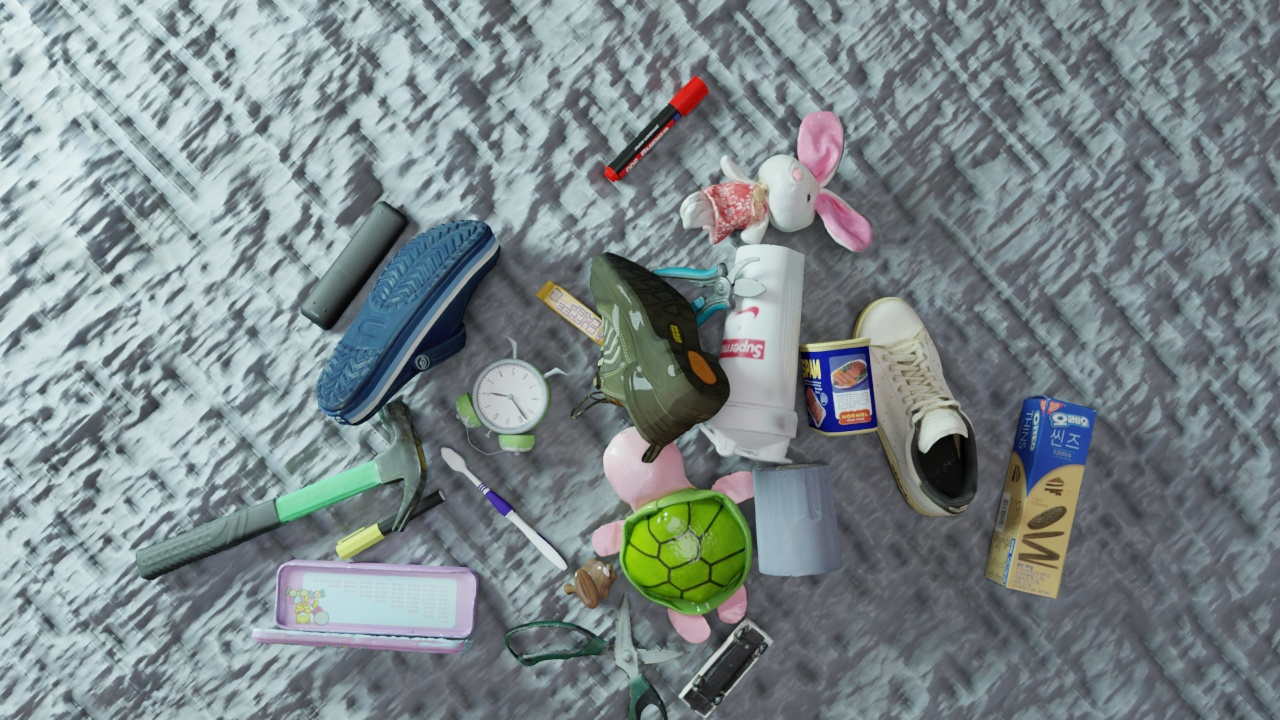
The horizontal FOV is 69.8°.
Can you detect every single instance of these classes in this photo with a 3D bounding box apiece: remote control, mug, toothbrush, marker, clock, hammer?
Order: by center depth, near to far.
[{"bbox_3d":[0.169,0.159,0.946,0.084,0.123,0.104,-8,86,35],"label":"mug"},{"bbox_3d":[-0.377,0.159,0.966,0.319,0.032,0.130,-21,78,1],"label":"hammer"},{"bbox_3d":[-0.140,0.045,0.974,0.094,0.042,0.119,34,87,1],"label":"clock"},{"bbox_3d":[-0.267,0.173,0.980,0.124,0.017,0.021,-30,89,-3],"label":"marker"},{"bbox_3d":[-0.145,0.159,0.984,0.186,0.016,0.015,44,88,-2],"label":"toothbrush"},{"bbox_3d":[-0.309,-0.103,0.987,0.041,0.020,0.152,36,87,-1],"label":"remote control"},{"bbox_3d":[0.017,-0.249,0.998,0.145,0.021,0.023,-46,120,-2],"label":"marker"}]

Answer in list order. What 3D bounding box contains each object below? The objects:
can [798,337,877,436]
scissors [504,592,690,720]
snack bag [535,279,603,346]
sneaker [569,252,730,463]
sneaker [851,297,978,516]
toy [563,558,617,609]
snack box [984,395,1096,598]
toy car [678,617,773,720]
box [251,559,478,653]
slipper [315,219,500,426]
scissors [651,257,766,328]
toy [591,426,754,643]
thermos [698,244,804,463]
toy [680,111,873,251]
[{"bbox_3d":[0.203,0.026,0.947,0.056,0.116,0.092,-7,91,-2],"label":"can"},{"bbox_3d":[-0.045,0.340,0.970,0.202,0.015,0.202,-1,97,10],"label":"scissors"},{"bbox_3d":[-0.067,-0.049,0.990,0.099,0.020,0.026,38,89,0],"label":"snack bag"},{"bbox_3d":[-0.006,0.005,0.933,0.101,0.237,0.143,14,124,-37],"label":"sneaker"},{"bbox_3d":[0.288,0.049,0.953,0.089,0.102,0.241,-18,88,-2],"label":"sneaker"},{"bbox_3d":[-0.050,0.229,0.948,0.054,0.102,0.041,-21,83,-19],"label":"toy"},{"bbox_3d":[0.425,0.143,0.975,0.056,0.057,0.206,14,88,-2],"label":"snack box"},{"bbox_3d":[0.090,0.323,0.971,0.039,0.039,0.113,40,93,0],"label":"toy car"},{"bbox_3d":[-0.279,0.259,0.939,0.214,0.092,0.089,3,88,-1],"label":"box"},{"bbox_3d":[-0.234,-0.036,0.954,0.252,0.105,0.095,-55,132,-16],"label":"slipper"},{"bbox_3d":[0.062,-0.074,0.959,0.124,0.019,0.156,50,127,24],"label":"scissors"},{"bbox_3d":[0.039,0.176,0.952,0.190,0.087,0.238,-21,94,9],"label":"toy"},{"bbox_3d":[0.122,-0.006,0.962,0.099,0.099,0.220,7,83,-1],"label":"thermos"},{"bbox_3d":[0.136,-0.174,0.966,0.194,0.084,0.159,-10,80,-2],"label":"toy"}]
